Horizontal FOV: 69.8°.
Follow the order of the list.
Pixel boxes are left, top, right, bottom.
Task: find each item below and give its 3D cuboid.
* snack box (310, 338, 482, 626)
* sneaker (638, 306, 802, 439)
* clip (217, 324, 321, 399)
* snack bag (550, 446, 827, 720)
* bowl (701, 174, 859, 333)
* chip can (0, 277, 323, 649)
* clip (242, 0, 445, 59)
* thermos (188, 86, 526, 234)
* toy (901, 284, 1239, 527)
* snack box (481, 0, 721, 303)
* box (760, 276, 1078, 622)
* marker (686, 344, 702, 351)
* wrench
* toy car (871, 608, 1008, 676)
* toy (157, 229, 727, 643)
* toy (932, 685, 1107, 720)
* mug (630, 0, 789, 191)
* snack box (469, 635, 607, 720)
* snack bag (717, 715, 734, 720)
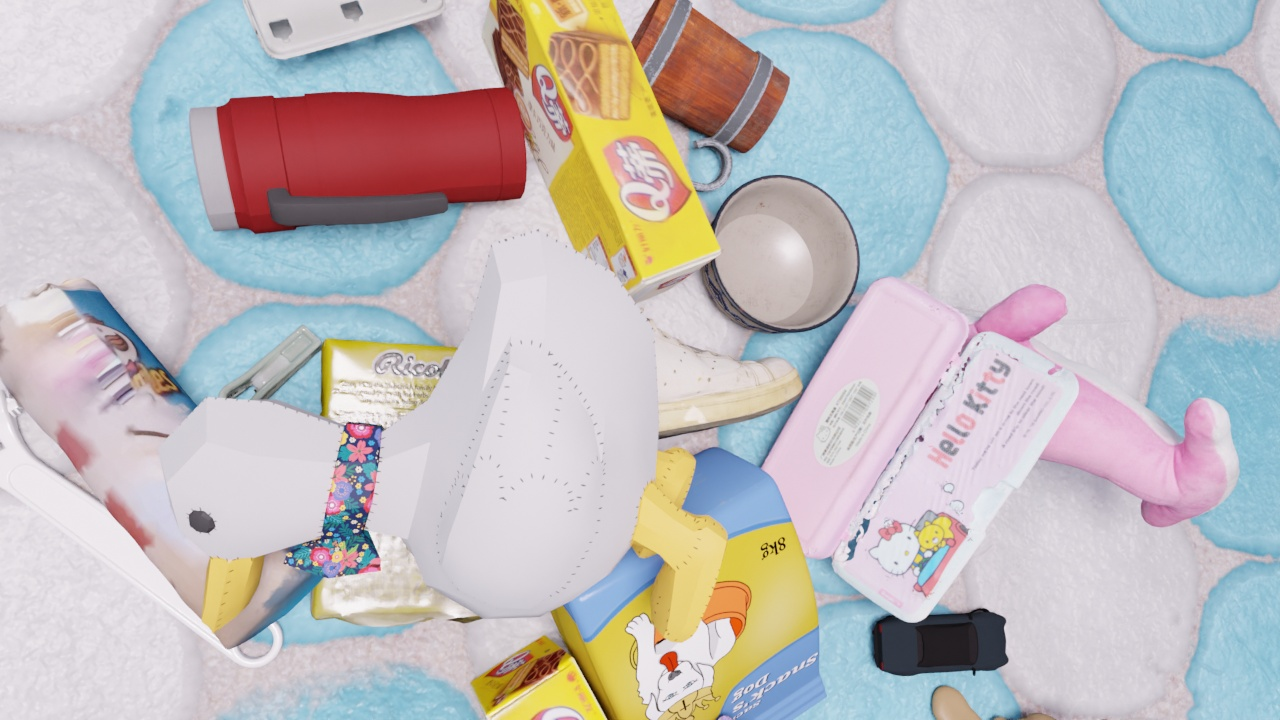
[{"bbox_3d":[-0.150,0.079,0.600,0.121,0.045,0.180,3,84,-18],"label":"snack box"},{"bbox_3d":[-0.004,0.004,0.617,0.241,0.089,0.102,-6,82,-29],"label":"sneaker"},{"bbox_3d":[-0.240,0.009,0.593,0.023,0.035,0.074,44,67,-4],"label":"clip"},{"bbox_3d":[0.037,0.186,0.614,0.158,0.102,0.205,-26,109,-17],"label":"snack bag"},{"bbox_3d":[0.097,-0.072,0.681,0.115,0.059,0.115,2,81,-15],"label":"bowl"},{"bbox_3d":[-0.281,0.057,0.532,0.079,0.080,0.229,-41,85,-17],"label":"chip can"},{"bbox_3d":[-0.219,-0.275,0.636,0.125,0.092,0.151,-23,74,-19],"label":"clip"},{"bbox_3d":[-0.177,-0.125,0.594,0.198,0.084,0.108,-10,47,-19],"label":"thermos"},{"bbox_3d":[0.263,0.046,0.646,0.266,0.187,0.127,28,67,29],"label":"toy"},{"bbox_3d":[-0.032,-0.155,0.631,0.061,0.110,0.230,-23,88,-18],"label":"snack box"},{"bbox_3d":[0.173,0.059,0.621,0.155,0.044,0.201,35,105,29],"label":"box"},{"bbox_3d":[-0.008,-0.012,0.668,0.138,0.016,0.022,16,109,-13],"label":"marker"},{"bbox_3d":[-0.335,0.101,0.560,0.273,0.018,0.066,39,74,-8],"label":"wrench"},{"bbox_3d":[0.227,0.212,0.687,0.112,0.034,0.046,2,81,-15],"label":"toy car"},{"bbox_3d":[-0.088,0.051,0.456,0.267,0.140,0.247,20,110,-18],"label":"toy"},{"bbox_3d":[0.288,0.295,0.659,0.105,0.108,0.134,-19,87,-34],"label":"toy"},{"bbox_3d":[0.037,-0.194,0.680,0.111,0.081,0.117,27,93,-14],"label":"mug"},{"bbox_3d":[-0.057,0.228,0.570,0.061,0.106,0.083,-29,90,-17],"label":"snack box"},{"bbox_3d":[0.091,0.334,0.607,0.096,0.058,0.205,-45,104,-14],"label":"snack bag"}]
